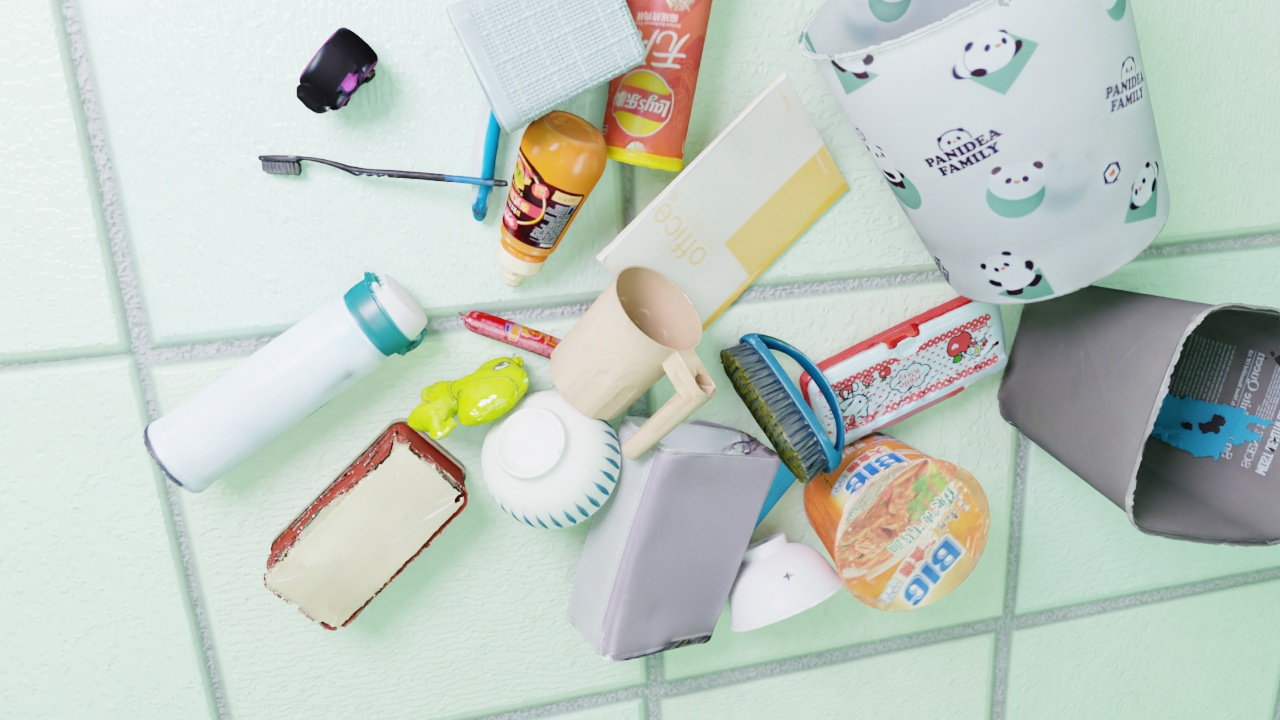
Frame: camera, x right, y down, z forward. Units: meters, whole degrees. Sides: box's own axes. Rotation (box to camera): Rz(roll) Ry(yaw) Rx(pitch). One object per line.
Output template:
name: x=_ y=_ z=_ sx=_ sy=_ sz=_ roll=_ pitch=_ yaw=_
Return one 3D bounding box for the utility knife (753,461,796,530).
utility knife: x=0.111 y=0.139 z=0.880 sx=0.034 sy=0.018 sz=0.186 roll=32 pitch=99 yaw=-27

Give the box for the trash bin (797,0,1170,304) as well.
trash bin: x=0.282 y=-0.196 z=0.717 sx=0.229 sy=0.229 sz=0.252 roll=-36 pitch=116 yaw=-1

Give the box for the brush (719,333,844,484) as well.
brush: x=0.132 y=0.035 z=0.805 sx=0.073 sy=0.055 sz=0.144 roll=-29 pitch=72 yaw=-11

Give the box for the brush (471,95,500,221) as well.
brush: x=-0.080 y=-0.262 z=0.697 sx=0.109 sy=0.060 sz=0.315 roll=-2 pitch=109 yaw=-7

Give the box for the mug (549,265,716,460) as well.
mug: x=-0.004 y=0.004 z=0.730 sx=0.084 sy=0.124 sz=0.104 roll=-8 pitch=152 yaw=-47

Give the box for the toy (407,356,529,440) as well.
toy: x=-0.138 y=0.031 z=0.756 sx=0.100 sy=0.096 sz=0.031 roll=-6 pitch=128 yaw=18

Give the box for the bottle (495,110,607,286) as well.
bottle: x=-0.079 y=-0.119 z=0.722 sx=0.066 sy=0.066 sz=0.150 roll=17 pitch=126 yaw=-18

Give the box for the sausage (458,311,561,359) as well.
sausage: x=-0.082 y=-0.013 z=0.786 sx=0.155 sy=0.020 sz=0.020 roll=20 pitch=101 yaw=-19

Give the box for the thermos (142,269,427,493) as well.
thermos: x=-0.273 y=0.015 z=0.724 sx=0.224 sy=0.073 sz=0.073 roll=-35 pitch=111 yaw=-2

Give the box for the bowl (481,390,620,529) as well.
bowl: x=-0.080 y=0.076 z=0.756 sx=0.116 sy=0.066 sz=0.116 roll=-5 pitch=69 yaw=12

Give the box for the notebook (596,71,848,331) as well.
notebook: x=0.075 y=-0.118 z=0.768 sx=0.206 sy=0.010 sz=0.146 roll=-44 pitch=136 yaw=2

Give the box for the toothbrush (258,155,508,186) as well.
toothbrush: x=-0.197 y=-0.143 z=0.706 sx=0.189 sy=0.014 sz=0.016 roll=5 pitch=106 yaw=-5

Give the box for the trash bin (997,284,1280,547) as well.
trash bin: x=0.463 y=0.029 z=0.824 sx=0.198 sy=0.219 sz=0.199 roll=8 pitch=104 yaw=-15

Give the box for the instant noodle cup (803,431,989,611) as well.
instant noodle cup: x=0.228 y=0.141 z=0.858 sx=0.151 sy=0.111 sz=0.151 roll=-4 pitch=107 yaw=-13

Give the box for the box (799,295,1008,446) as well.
box: x=0.251 y=0.010 z=0.859 sx=0.201 sy=0.047 sz=0.087 roll=-25 pitch=111 yaw=-6

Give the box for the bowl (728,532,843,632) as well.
bowl: x=0.126 y=0.201 z=0.867 sx=0.118 sy=0.118 sz=0.064 roll=-23 pitch=82 yaw=-6

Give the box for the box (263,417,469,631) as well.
box: x=-0.229 y=0.139 z=0.766 sx=0.168 sy=0.077 sz=0.091 roll=-45 pitch=112 yaw=2

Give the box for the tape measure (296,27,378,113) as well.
tape measure: x=-0.219 y=-0.211 z=0.672 sx=0.039 sy=0.057 sz=0.058 roll=39 pitch=117 yaw=-22

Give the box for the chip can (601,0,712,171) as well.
chip can: x=0.018 y=-0.260 z=0.708 sx=0.073 sy=0.073 sz=0.217 roll=7 pitch=104 yaw=-16

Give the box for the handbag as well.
handbag: x=0.028 y=0.156 z=0.822 sx=0.144 sy=0.098 sz=0.197 roll=10 pitch=103 yaw=-33

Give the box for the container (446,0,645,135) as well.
container: x=-0.062 y=-0.225 z=0.640 sx=0.111 sy=0.090 sz=0.090 roll=-24 pitch=111 yaw=3
